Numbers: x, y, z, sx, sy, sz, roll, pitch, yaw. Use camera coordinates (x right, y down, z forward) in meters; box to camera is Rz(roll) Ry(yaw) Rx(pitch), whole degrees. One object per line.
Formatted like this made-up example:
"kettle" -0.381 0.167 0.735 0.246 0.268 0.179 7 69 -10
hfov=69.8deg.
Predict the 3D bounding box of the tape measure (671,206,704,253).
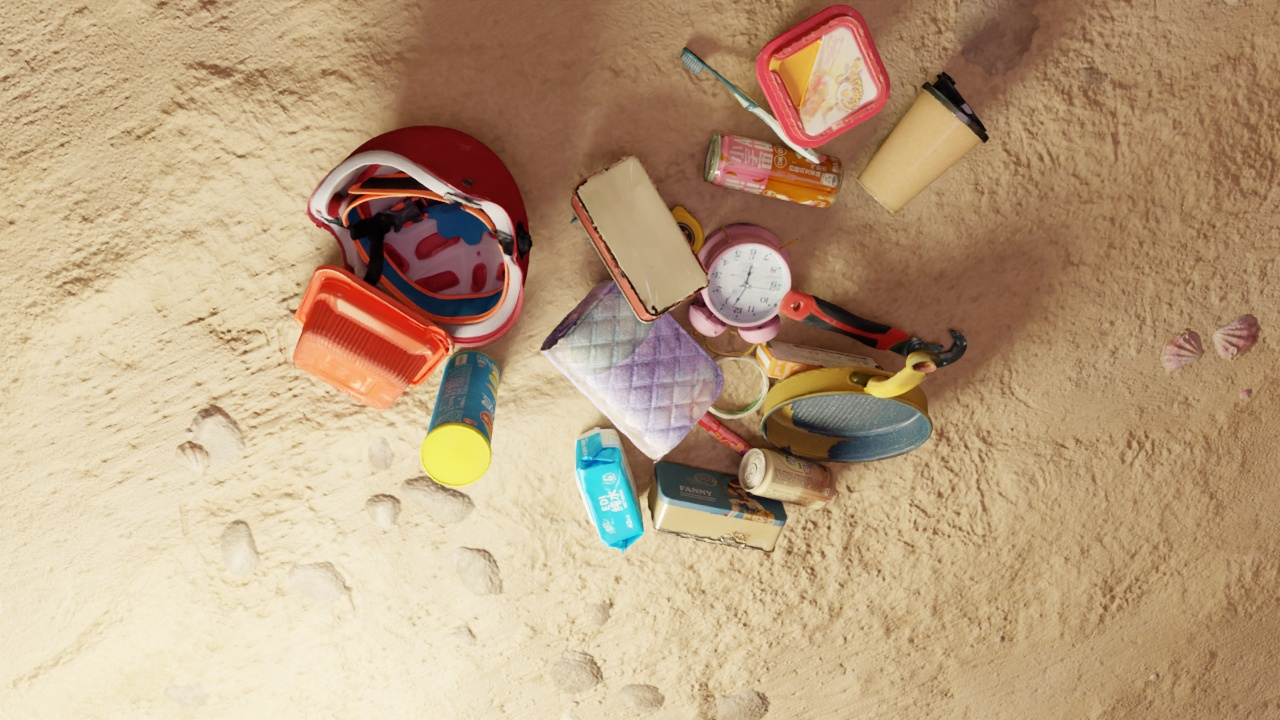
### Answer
"tape measure" 0.045 -0.141 1.051 0.057 0.028 0.060 43 105 3

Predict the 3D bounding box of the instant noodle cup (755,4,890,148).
"instant noodle cup" 0.179 -0.296 0.952 0.117 0.124 0.116 -29 111 6

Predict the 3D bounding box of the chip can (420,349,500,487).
"chip can" -0.195 0.058 1.017 0.071 0.210 0.071 -2 112 -5

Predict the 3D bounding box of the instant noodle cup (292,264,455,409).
"instant noodle cup" -0.302 -0.015 0.999 0.164 0.078 0.189 31 150 -16

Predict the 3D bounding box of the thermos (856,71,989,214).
"thermos" 0.310 -0.236 1.013 0.093 0.093 0.143 35 113 -17

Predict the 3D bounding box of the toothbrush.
"toothbrush" 0.118 -0.273 0.992 0.191 0.016 0.018 39 114 -2

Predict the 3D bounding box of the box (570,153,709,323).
"box" 0.002 -0.133 0.994 0.091 0.076 0.168 -31 92 -9

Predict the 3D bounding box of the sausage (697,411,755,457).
"sausage" 0.102 0.090 1.160 0.156 0.020 0.020 37 104 -18

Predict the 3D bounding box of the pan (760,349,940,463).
"pan" 0.250 0.047 1.012 0.197 0.078 0.358 7 152 -3

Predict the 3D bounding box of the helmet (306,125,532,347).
"helmet" -0.207 -0.144 0.969 0.207 0.143 0.240 -7 133 23

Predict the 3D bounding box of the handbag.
"handbag" -0.006 0.006 1.068 0.194 0.076 0.134 46 73 -14

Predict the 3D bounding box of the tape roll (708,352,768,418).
"tape roll" 0.116 0.031 1.140 0.086 0.014 0.086 -2 112 -5

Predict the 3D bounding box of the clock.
"clock" 0.116 -0.078 1.070 0.117 0.059 0.159 9 113 -8

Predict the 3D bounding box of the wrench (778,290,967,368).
"wrench" 0.280 -0.036 1.096 0.273 0.016 0.056 13 117 -24

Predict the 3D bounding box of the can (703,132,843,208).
"can" 0.147 -0.211 1.020 0.147 0.058 0.058 10 111 -9

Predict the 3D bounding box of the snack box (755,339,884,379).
"snack box" 0.220 0.008 1.106 0.153 0.075 0.026 10 109 -9

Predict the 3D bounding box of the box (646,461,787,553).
"box" 0.089 0.184 1.159 0.184 0.089 0.060 14 114 -14

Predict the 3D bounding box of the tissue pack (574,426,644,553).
"tissue pack" -0.041 0.158 1.136 0.063 0.090 0.140 -16 112 2

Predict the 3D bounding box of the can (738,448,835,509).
"can" 0.186 0.150 1.157 0.116 0.058 0.059 17 110 -27

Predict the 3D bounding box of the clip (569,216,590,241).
"clip" -0.051 -0.164 1.046 0.054 0.013 0.033 -40 111 13
